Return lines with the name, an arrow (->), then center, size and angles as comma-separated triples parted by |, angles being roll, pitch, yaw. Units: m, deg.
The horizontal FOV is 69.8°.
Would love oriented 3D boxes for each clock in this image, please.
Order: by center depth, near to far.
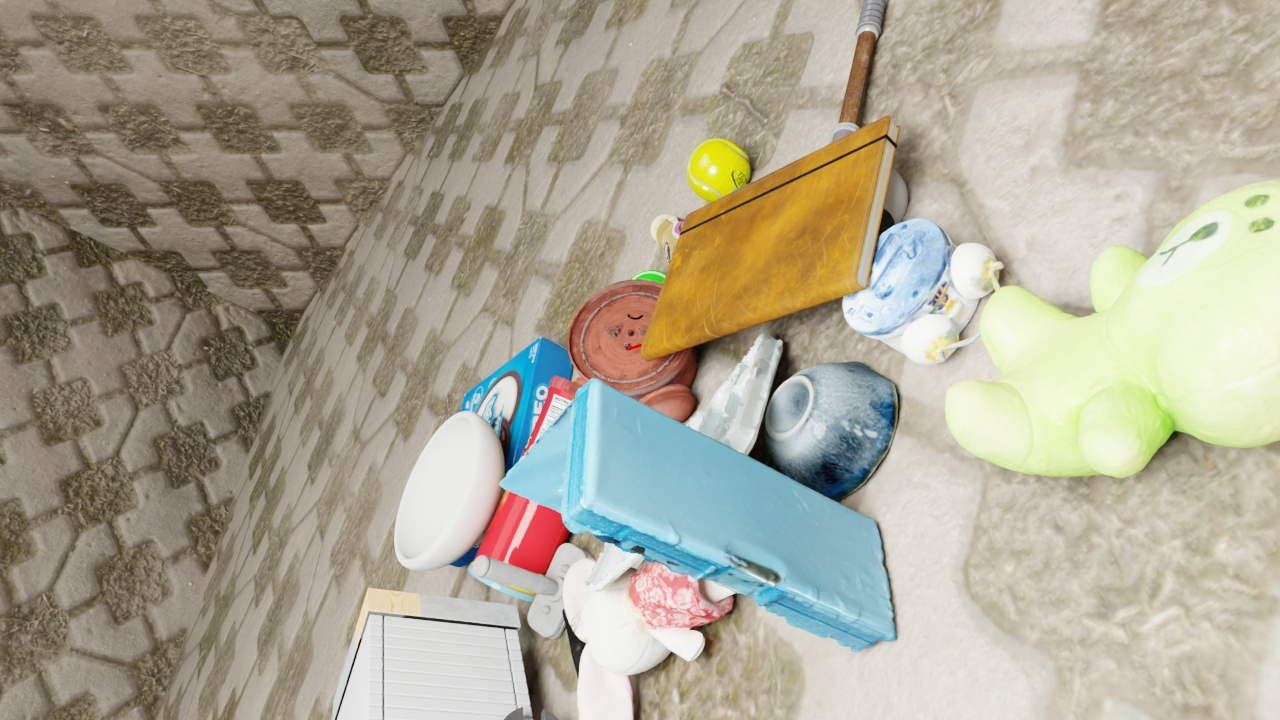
clock -> 0.193, -0.045, 0.624 | 0.089, 0.052, 0.125 | -58, 27, 6
clock -> -0.006, 0.005, 0.857 | 0.121, 0.072, 0.157 | 4, 63, 18

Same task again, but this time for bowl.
bowl -> 0.126, 0.043, 0.658 | 0.111, 0.055, 0.110 | -43, 32, 35
bowl -> -0.194, 0.147, 0.990 | 0.177, 0.066, 0.176 | -39, 36, 36

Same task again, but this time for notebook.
notebook -> 0.096, -0.098, 0.760 | 0.250, 0.014, 0.178 | -19, 44, 48

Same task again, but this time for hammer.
hammer -> 0.190, -0.232, 0.825 | 0.156, 0.043, 0.321 | -22, 45, 52

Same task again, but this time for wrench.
wrench -> -0.037, 0.343, 0.655 | 0.273, 0.073, 0.018 | 41, 119, 55

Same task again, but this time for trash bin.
trash bin -> -0.180, 0.340, 0.787 | 0.246, 0.142, 0.143 | -118, 45, -59

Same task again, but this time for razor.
razor -> -0.107, 0.204, 0.852 | 0.047, 0.116, 0.088 | 18, 81, 47

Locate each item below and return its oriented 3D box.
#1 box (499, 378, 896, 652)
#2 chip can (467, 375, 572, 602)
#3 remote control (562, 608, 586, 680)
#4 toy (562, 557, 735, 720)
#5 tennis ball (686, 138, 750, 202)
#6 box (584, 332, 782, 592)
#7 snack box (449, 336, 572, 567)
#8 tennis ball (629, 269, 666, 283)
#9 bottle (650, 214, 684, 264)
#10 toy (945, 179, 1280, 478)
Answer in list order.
box -> 0.033, 0.114, 0.559 | 0.112, 0.231, 0.094 | -43, 32, 36
chip can -> -0.093, 0.129, 0.932 | 0.087, 0.087, 0.213 | 13, 78, 63
remote control -> -0.043, 0.258, 0.791 | 0.047, 0.022, 0.150 | -54, 28, 17
toy -> 0.006, 0.192, 0.704 | 0.195, 0.084, 0.159 | -42, 47, 28
tennis ball -> 0.081, -0.196, 0.949 | 0.066, 0.065, 0.065 | -42, 33, 35
box -> 0.040, 0.077, 0.715 | 0.192, 0.045, 0.209 | -49, 3, 24
snack box -> -0.171, 0.112, 1.116 | 0.196, 0.056, 0.238 | -33, 40, 43
tennis ball -> 0.012, -0.061, 0.945 | 0.066, 0.065, 0.065 | -42, 33, 35
bottle -> 0.051, -0.116, 0.935 | 0.060, 0.059, 0.166 | -58, 26, 9
toy -> 0.256, -0.008, 0.436 | 0.197, 0.107, 0.149 | -17, 27, 43
